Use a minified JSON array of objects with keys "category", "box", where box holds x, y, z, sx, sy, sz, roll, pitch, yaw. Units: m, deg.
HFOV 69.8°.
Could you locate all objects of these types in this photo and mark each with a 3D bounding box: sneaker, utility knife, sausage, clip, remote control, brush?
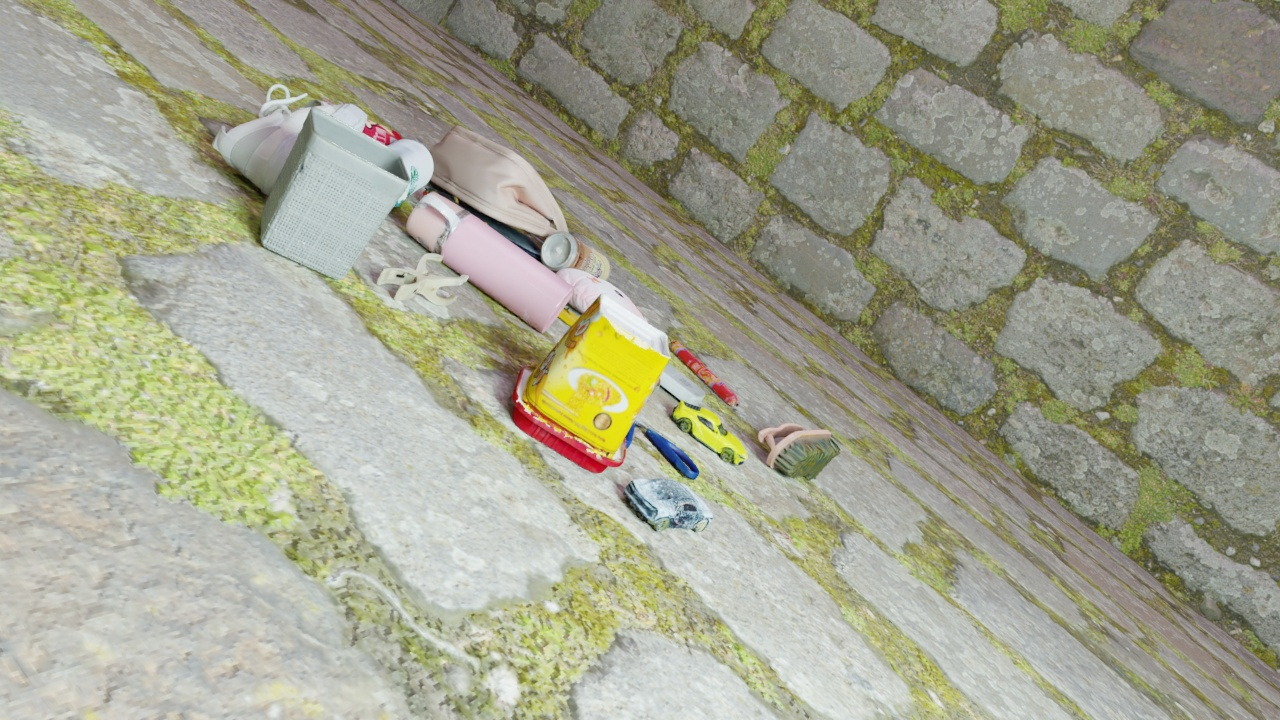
[{"category":"sneaker","box":[-0.366,-0.233,0.965,0.090,0.090,0.241,29,22,-9]},{"category":"utility knife","box":[-0.071,-0.041,1.152,0.154,0.015,0.033,36,12,3]},{"category":"sausage","box":[0.090,0.017,1.330,0.156,0.020,0.020,44,17,31]},{"category":"clip","box":[-0.226,-0.087,0.914,0.104,0.035,0.084,2,39,-52]},{"category":"remote control","box":[0.018,0.009,1.185,0.150,0.021,0.058,39,14,12]},{"category":"brush","box":[0.200,0.114,1.191,0.073,0.063,0.145,47,20,25]}]

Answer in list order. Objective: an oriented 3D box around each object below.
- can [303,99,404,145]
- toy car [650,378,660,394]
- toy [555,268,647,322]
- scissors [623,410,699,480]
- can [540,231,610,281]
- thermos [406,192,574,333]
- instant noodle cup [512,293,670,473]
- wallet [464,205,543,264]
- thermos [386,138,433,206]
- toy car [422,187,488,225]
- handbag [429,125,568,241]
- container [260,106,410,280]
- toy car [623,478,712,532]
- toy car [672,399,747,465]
[{"category":"can","box":[-0.370,-0.289,1.181,0.053,0.053,0.132,44,17,29]},{"category":"toy car","box":[-0.007,0.006,1.099,0.035,0.042,0.090,54,3,-43]},{"category":"toy","box":[-0.050,-0.080,1.257,0.121,0.054,0.159,37,6,28]},{"category":"scissors","box":[-0.001,0.070,0.968,0.162,0.012,0.175,38,13,13]},{"category":"can","box":[-0.092,-0.143,1.322,0.058,0.058,0.116,43,9,25]},{"category":"thermos","box":[-0.171,-0.117,1.041,0.198,0.067,0.087,37,-21,-1]},{"category":"instant noodle cup","box":[-0.039,0.016,0.825,0.116,0.124,0.116,33,15,-11]},{"category":"wallet","box":[-0.187,-0.177,1.317,0.120,0.019,0.097,24,17,-43]},{"category":"thermos","box":[-0.298,-0.219,1.093,0.073,0.073,0.224,33,15,-12]},{"category":"toy car","box":[-0.244,-0.191,1.199,0.106,0.031,0.049,42,15,19]},{"category":"handbag","box":[-0.188,-0.233,1.348,0.193,0.093,0.234,34,-1,38]},{"category":"container","box":[-0.275,-0.144,0.812,0.090,0.114,0.090,27,17,-32]},{"category":"toy car","box":[0.028,0.127,0.817,0.049,0.031,0.105,46,17,33]},{"category":"toy car","box":[0.085,0.083,1.083,0.105,0.032,0.048,37,14,0]}]
